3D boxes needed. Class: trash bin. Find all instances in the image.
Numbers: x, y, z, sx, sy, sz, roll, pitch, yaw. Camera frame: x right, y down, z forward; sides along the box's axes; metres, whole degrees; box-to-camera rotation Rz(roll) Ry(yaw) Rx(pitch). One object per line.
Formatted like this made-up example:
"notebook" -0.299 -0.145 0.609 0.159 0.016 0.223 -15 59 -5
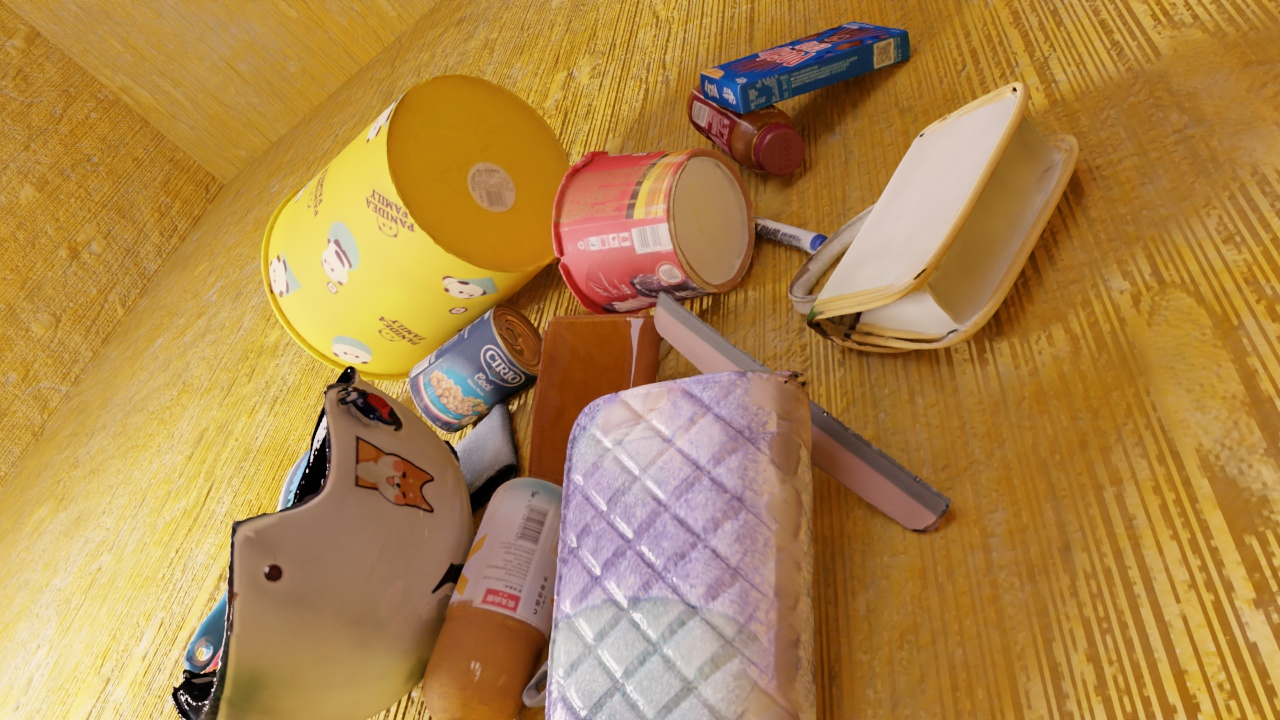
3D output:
"trash bin" -0.203 -0.124 0.866 0.256 0.229 0.229 -25 35 48

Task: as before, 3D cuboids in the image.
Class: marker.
"marker" 0.102 -0.103 0.722 0.017 0.017 0.146 -49 31 -5

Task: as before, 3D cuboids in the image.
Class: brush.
"brush" -0.330 0.153 0.872 0.110 0.060 0.313 -42 19 19

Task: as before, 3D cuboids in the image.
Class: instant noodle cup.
"instant noodle cup" 0.016 -0.101 0.719 0.109 0.138 0.137 -1 52 42

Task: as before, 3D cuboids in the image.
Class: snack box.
"snack box" 0.138 -0.251 0.779 0.157 0.026 0.084 -21 29 -10

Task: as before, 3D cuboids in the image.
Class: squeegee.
"squeegee" 0.016 0.114 0.553 0.249 0.040 0.248 -51 48 2

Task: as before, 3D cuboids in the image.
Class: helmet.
"helmet" -0.200 0.143 0.656 0.231 0.157 0.273 -58 14 28

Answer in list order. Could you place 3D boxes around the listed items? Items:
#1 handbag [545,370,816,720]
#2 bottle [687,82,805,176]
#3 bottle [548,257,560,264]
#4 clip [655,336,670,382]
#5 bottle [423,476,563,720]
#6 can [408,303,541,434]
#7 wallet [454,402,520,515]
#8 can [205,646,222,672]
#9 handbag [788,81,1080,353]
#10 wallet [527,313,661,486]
"handbag" 0.025 0.107 0.474 0.134 0.075 0.193 -13 61 34
"bottle" 0.093 -0.207 0.814 0.057 0.057 0.174 -41 31 8
"bottle" -0.111 -0.132 0.967 0.063 0.063 0.108 -45 31 1
"clip" -0.001 0.003 0.711 0.071 0.034 0.099 -21 31 36
"bottle" -0.091 0.167 0.590 0.068 0.068 0.189 -17 42 39
"can" -0.148 0.009 0.836 0.111 0.075 0.075 -33 33 21
"wallet" -0.153 0.101 0.793 0.121 0.019 0.097 -41 29 10
"can" -0.321 0.260 0.760 0.067 0.066 0.093 -6 49 47
"handbag" 0.171 -0.078 0.584 0.163 0.063 0.179 -56 18 -17
"wallet" -0.042 0.032 0.660 0.119 0.035 0.130 0 80 40
